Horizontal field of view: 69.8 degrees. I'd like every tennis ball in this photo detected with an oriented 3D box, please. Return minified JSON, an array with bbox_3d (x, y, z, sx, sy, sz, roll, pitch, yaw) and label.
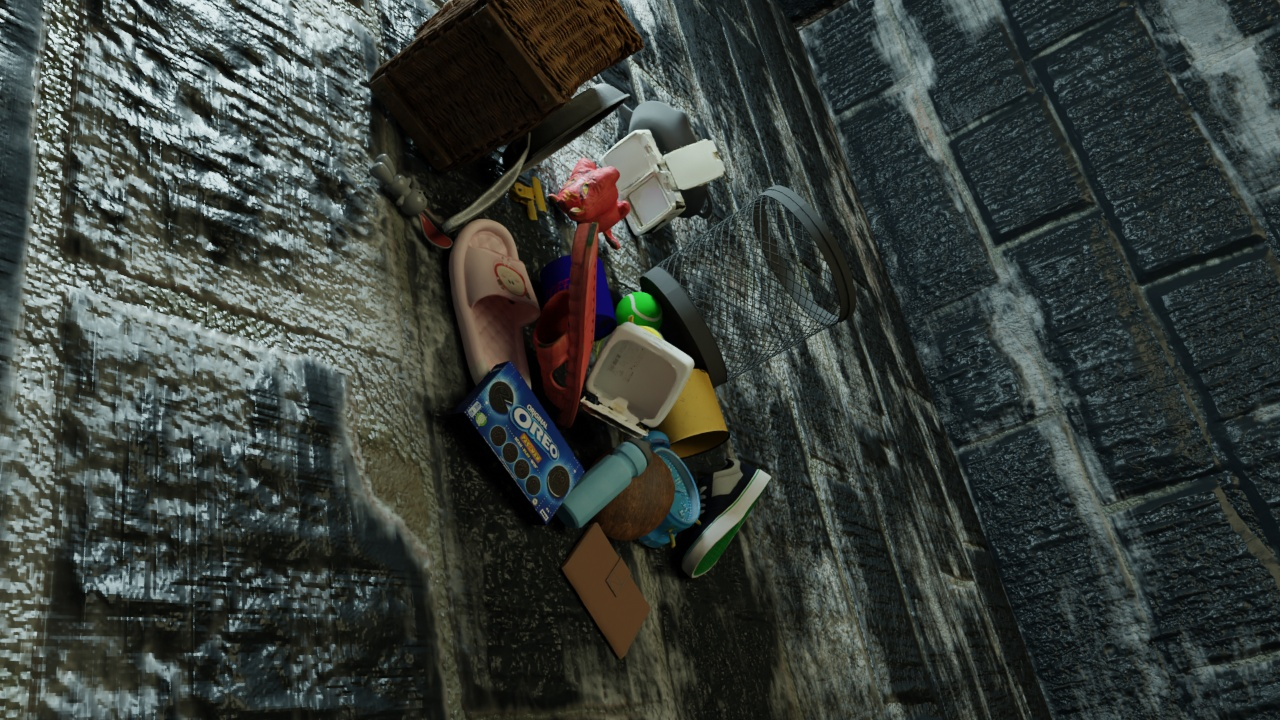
[{"bbox_3d":[-0.002,-0.061,1.254,0.065,0.065,0.065,43,33,-38],"label":"tennis ball"}]

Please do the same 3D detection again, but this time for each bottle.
[{"bbox_3d":[-0.035,0.127,0.985,0.129,0.040,0.040,-39,104,-30],"label":"bottle"}]

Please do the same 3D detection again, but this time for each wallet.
[{"bbox_3d":[-0.036,0.244,0.980,0.121,0.013,0.087,59,31,-11],"label":"wallet"}]

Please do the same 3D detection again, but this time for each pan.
[{"bbox_3d":[-0.131,-0.237,1.070,0.055,0.188,0.355,56,40,-10],"label":"pan"},{"bbox_3d":[-0.001,-0.361,1.471,0.024,0.217,0.354,-29,72,-25],"label":"pan"}]

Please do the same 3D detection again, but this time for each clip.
[{"bbox_3d":[-0.142,-0.211,1.169,0.049,0.044,0.054,68,9,-68],"label":"clip"}]

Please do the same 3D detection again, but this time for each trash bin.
[{"bbox_3d":[0.144,-0.095,1.297,0.217,0.227,0.218,57,-8,13],"label":"trash bin"}]

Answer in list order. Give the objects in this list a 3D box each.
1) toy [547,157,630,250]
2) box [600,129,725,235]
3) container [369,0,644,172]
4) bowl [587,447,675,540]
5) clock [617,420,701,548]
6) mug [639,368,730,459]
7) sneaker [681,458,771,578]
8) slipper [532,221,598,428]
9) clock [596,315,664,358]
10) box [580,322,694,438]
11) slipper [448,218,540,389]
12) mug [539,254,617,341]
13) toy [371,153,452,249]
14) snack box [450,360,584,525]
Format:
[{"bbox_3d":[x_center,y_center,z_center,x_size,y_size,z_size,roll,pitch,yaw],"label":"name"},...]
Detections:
[{"bbox_3d":[-0.072,-0.203,1.277,0.093,0.088,0.133,-50,138,-28],"label":"toy"},{"bbox_3d":[0.020,-0.287,1.370,0.070,0.187,0.143,-18,79,-51],"label":"box"},{"bbox_3d":[-0.159,-0.327,1.015,0.162,0.251,0.182,53,38,-24],"label":"container"},{"bbox_3d":[-0.010,0.144,1.025,0.102,0.026,0.114,46,64,3],"label":"bowl"},{"bbox_3d":[0.012,0.145,1.104,0.161,0.060,0.116,63,26,1],"label":"clock"},{"bbox_3d":[0.046,0.071,1.203,0.123,0.101,0.094,-4,66,-32],"label":"mug"},{"bbox_3d":[0.094,0.200,1.211,0.079,0.084,0.234,32,32,13],"label":"sneaker"},{"bbox_3d":[-0.082,-0.037,0.980,0.103,0.059,0.249,-80,179,-53],"label":"slipper"},{"bbox_3d":[-0.007,0.007,1.167,0.057,0.083,0.118,6,59,-54],"label":"clock"},{"bbox_3d":[-0.014,0.031,1.065,0.109,0.121,0.136,31,9,7],"label":"box"},{"bbox_3d":[-0.152,-0.055,0.979,0.106,0.056,0.221,24,50,-52],"label":"slipper"},{"bbox_3d":[-0.070,-0.069,1.126,0.111,0.079,0.083,38,35,-62],"label":"mug"},{"bbox_3d":[-0.235,-0.164,0.949,0.112,0.030,0.049,51,25,-34],"label":"toy"},{"bbox_3d":[-0.118,0.083,0.915,0.150,0.027,0.082,59,45,-24],"label":"snack box"}]
